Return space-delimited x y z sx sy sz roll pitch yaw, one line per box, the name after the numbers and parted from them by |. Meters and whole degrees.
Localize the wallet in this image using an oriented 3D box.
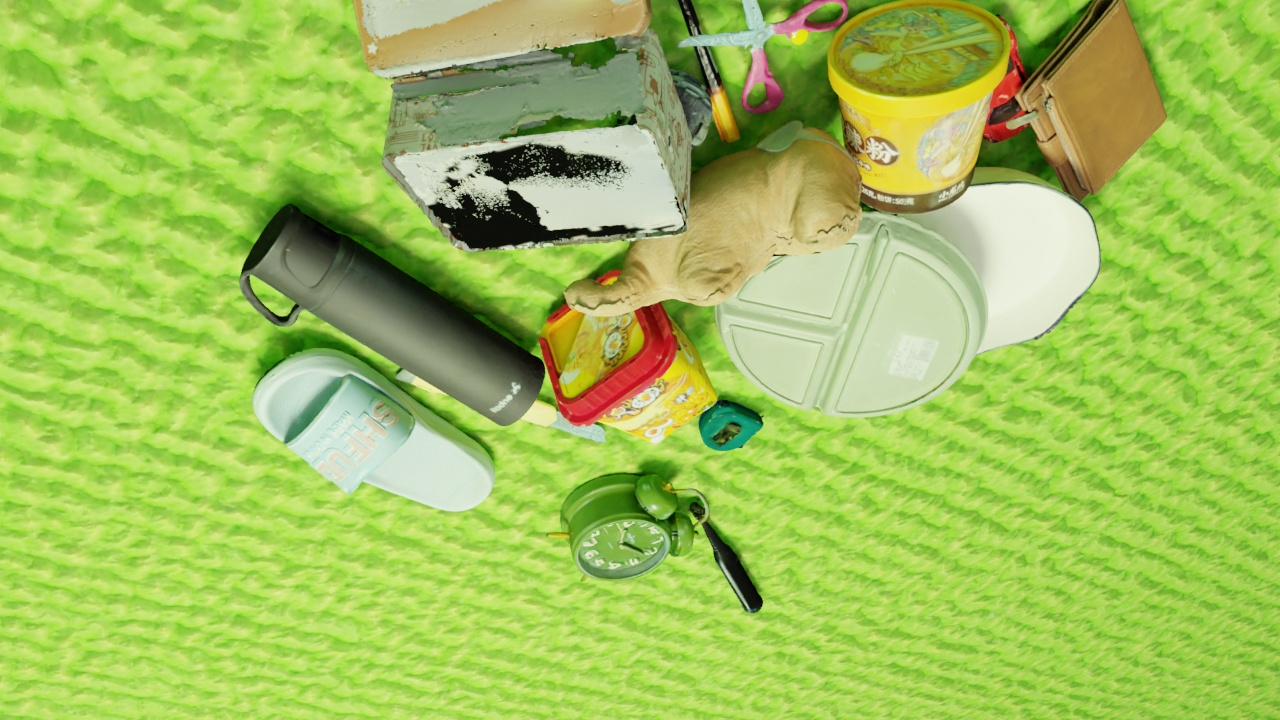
0.349 -0.194 0.711 0.119 0.035 0.130 -46 127 2 | wallet

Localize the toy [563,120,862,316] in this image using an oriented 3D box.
0.052 -0.093 0.674 0.226 0.143 0.082 -25 118 14 | toy

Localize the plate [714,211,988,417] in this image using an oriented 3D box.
0.175 -0.028 0.784 0.230 0.027 0.231 9 138 8 | plate

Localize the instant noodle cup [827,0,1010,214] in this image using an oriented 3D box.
0.196 -0.178 0.661 0.118 0.118 0.114 -15 140 1 | instant noodle cup

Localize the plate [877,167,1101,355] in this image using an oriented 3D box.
0.274 -0.081 0.777 0.205 0.045 0.205 1 140 1 | plate

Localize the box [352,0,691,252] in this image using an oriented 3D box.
-0.073 -0.183 0.564 0.179 0.132 0.272 -4 130 14 | box

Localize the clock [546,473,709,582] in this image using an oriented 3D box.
-0.007 0.171 0.948 0.161 0.056 0.116 -22 132 6 | clock

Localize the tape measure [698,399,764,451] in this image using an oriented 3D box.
0.086 0.066 0.899 0.058 0.025 0.055 25 120 -29 | tape measure

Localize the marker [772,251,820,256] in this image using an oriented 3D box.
0.079 -0.090 0.728 0.132 0.022 0.020 -1 96 27 | marker

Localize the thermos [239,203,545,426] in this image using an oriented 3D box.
-0.195 -0.025 0.734 0.090 0.068 0.242 -42 125 21 | thermos

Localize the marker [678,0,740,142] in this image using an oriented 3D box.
0.048 -0.210 0.659 0.015 0.018 0.124 -17 131 12 | marker

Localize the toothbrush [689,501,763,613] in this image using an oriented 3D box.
0.097 0.223 1.036 0.026 0.027 0.213 -48 134 -21 | toothbrush

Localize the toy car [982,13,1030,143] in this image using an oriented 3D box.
0.272 -0.210 0.701 0.049 0.031 0.106 -30 132 15 | toy car

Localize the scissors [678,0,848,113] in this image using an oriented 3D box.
0.084 -0.221 0.644 0.133 0.017 0.132 -14 145 -21 | scissors

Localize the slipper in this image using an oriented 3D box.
-0.230 0.080 0.810 0.104 0.074 0.245 -37 129 20 | slipper

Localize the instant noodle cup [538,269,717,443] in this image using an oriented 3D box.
-0.005 0.005 0.778 0.116 0.116 0.123 -36 139 17 | instant noodle cup

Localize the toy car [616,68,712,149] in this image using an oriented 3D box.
0.005 -0.160 0.682 0.054 0.036 0.121 22 132 -23 | toy car

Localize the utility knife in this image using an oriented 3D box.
-0.119 0.041 0.837 0.208 0.021 0.031 24 123 -21 | utility knife
